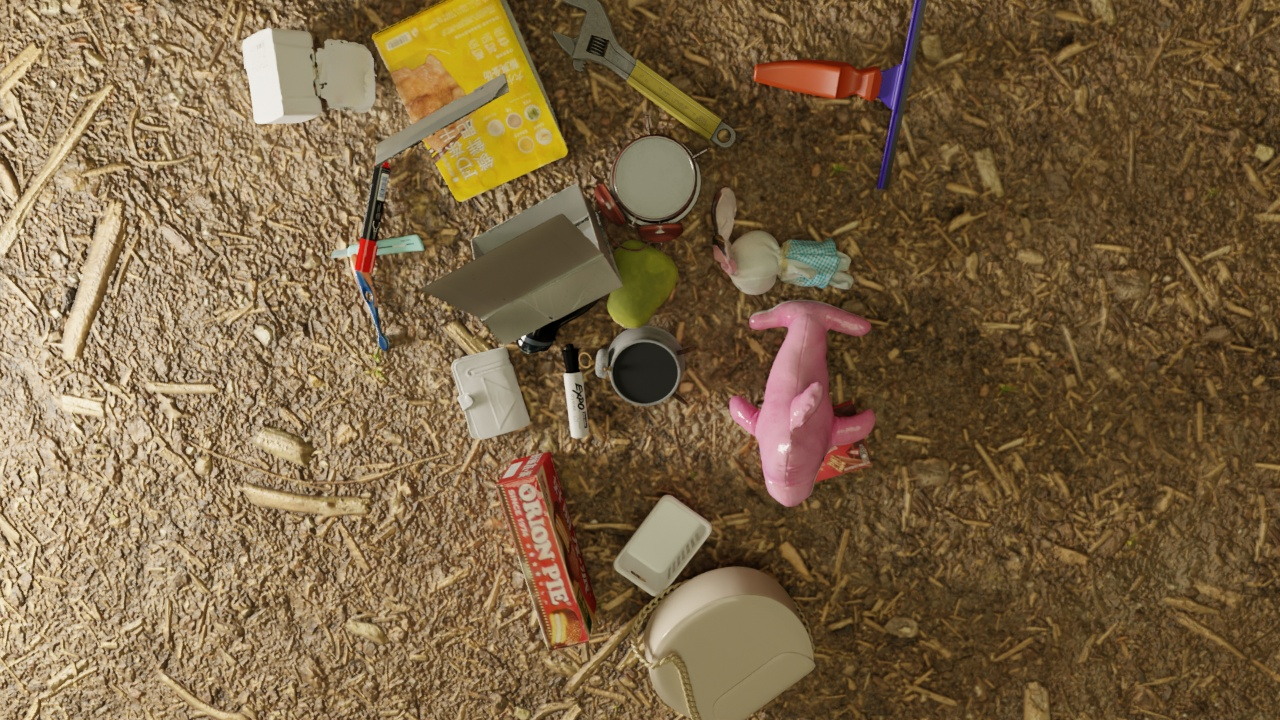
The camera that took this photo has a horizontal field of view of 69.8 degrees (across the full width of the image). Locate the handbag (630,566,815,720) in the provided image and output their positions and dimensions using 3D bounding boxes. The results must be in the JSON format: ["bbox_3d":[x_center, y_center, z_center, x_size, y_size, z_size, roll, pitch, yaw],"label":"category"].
[{"bbox_3d":[0.116,0.384,1.216,0.211,0.103,0.208,-40,114,10],"label":"handbag"}]

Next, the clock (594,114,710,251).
[{"bbox_3d":[0.012,-0.211,1.141,0.120,0.072,0.158,27,96,-1],"label":"clock"}]

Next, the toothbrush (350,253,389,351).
[{"bbox_3d":[-0.360,-0.078,1.225,0.021,0.017,0.135,-16,99,4],"label":"toothbrush"}]

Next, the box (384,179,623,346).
[{"bbox_3d":[-0.129,-0.106,1.025,0.167,0.368,0.150,-27,96,8],"label":"box"}]

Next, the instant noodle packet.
[{"bbox_3d":[-0.205,-0.329,1.145,0.163,0.084,0.221,-22,104,7],"label":"instant noodle packet"}]

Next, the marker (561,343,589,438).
[{"bbox_3d":[-0.087,0.040,1.223,0.025,0.025,0.126,-5,100,5],"label":"marker"}]

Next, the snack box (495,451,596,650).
[{"bbox_3d":[-0.121,0.251,1.220,0.060,0.113,0.236,-15,99,5],"label":"snack box"}]

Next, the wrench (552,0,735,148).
[{"bbox_3d":[0.008,-0.355,1.148,0.273,0.018,0.084,34,101,-3],"label":"wrench"}]

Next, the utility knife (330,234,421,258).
[{"bbox_3d":[-0.349,-0.148,1.214,0.129,0.015,0.022,-6,101,8],"label":"utility knife"}]

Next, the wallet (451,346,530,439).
[{"bbox_3d":[-0.202,0.044,1.229,0.086,0.032,0.116,-19,98,5],"label":"wallet"}]

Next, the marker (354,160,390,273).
[{"bbox_3d":[-0.347,-0.187,1.194,0.023,0.021,0.145,11,94,-13],"label":"marker"}]

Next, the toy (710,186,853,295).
[{"bbox_3d":[0.172,-0.126,1.155,0.205,0.130,0.106,13,140,-13],"label":"toy"}]

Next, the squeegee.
[{"bbox_3d":[0.231,-0.342,1.116,0.185,0.055,0.250,6,118,3],"label":"squeegee"}]

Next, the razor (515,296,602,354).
[{"bbox_3d":[-0.102,-0.060,1.196,0.140,0.053,0.064,-33,133,3],"label":"razor"}]

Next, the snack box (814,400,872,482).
[{"bbox_3d":[0.229,0.115,1.216,0.133,0.021,0.089,-18,97,7],"label":"snack box"}]

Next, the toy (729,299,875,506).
[{"bbox_3d":[0.199,0.049,1.141,0.187,0.128,0.265,6,82,13],"label":"toy"}]

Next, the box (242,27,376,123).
[{"bbox_3d":[-0.407,-0.358,1.157,0.124,0.136,0.109,4,105,45],"label":"box"}]

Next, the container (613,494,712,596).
[{"bbox_3d":[0.030,0.244,1.239,0.081,0.049,0.129,35,101,-3],"label":"container"}]

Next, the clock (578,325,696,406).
[{"bbox_3d":[-0.007,0.007,1.195,0.148,0.056,0.104,7,110,-2],"label":"clock"}]

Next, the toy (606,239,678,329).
[{"bbox_3d":[-0.005,-0.095,1.176,0.090,0.051,0.110,26,91,-7],"label":"toy"}]
